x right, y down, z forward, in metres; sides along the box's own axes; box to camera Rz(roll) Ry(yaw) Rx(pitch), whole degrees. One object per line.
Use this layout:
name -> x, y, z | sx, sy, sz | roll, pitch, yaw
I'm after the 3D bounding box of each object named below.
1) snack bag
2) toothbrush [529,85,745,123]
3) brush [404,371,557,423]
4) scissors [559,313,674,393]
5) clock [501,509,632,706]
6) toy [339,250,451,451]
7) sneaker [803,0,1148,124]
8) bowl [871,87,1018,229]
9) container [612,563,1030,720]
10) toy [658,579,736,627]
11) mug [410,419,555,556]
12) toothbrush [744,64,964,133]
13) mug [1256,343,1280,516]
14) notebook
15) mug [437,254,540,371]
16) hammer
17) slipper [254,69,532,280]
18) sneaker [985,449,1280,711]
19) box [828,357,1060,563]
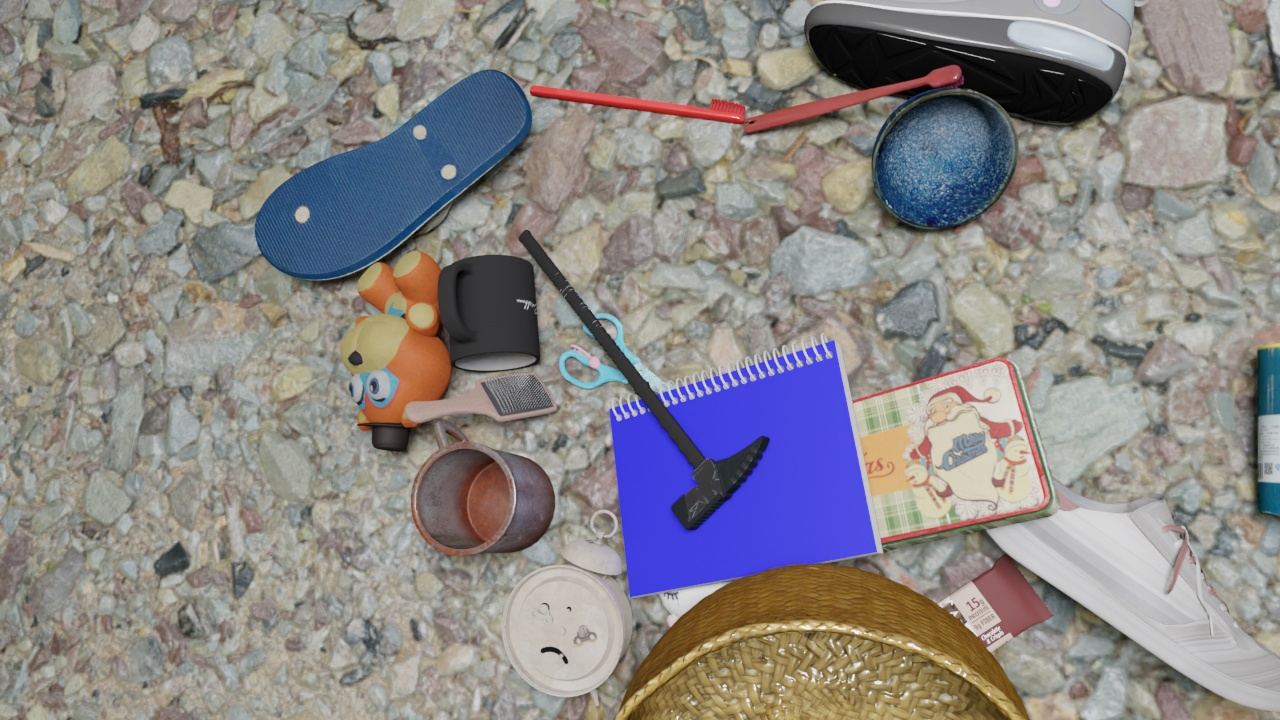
snack bag -> 0.235, 0.217, 0.711 | 0.158, 0.013, 0.057 | -35, 72, 6
toothbrush -> -0.005, -0.245, 0.858 | 0.213, 0.012, 0.018 | 12, 83, 16
brush -> -0.136, 0.032, 0.784 | 0.050, 0.135, 0.015 | 54, 135, 32
scissors -> -0.001, 0.004, 0.814 | 0.141, 0.015, 0.076 | 21, 84, 11
clock -> -0.049, 0.199, 0.761 | 0.103, 0.061, 0.157 | 19, 92, 17
toy -> -0.216, -0.007, 0.825 | 0.112, 0.096, 0.176 | -10, 85, 41
sneaker -> 0.278, -0.299, 0.766 | 0.257, 0.093, 0.160 | 19, 76, 18
bowl -> 0.241, -0.171, 0.750 | 0.114, 0.060, 0.114 | 0, 121, 0
container -> 0.119, 0.286, 0.606 | 0.307, 0.196, 0.307 | 1, 97, 12
toy -> 0.051, 0.183, 0.749 | 0.079, 0.038, 0.122 | 5, 77, 17
mug -> -0.136, 0.105, 0.777 | 0.096, 0.110, 0.123 | -28, 74, 2
toothbrush -> 0.175, -0.217, 0.776 | 0.190, 0.016, 0.016 | -6, 68, 33
mug -> 0.479, 0.053, 0.651 | 0.078, 0.078, 0.121 | 7, 86, 15
notebook -> 0.073, 0.085, 0.729 | 0.210, 0.022, 0.171 | -18, 68, 29
mug -> -0.138, -0.044, 0.800 | 0.078, 0.113, 0.088 | -10, 77, 21
hammer -> -0.017, -0.011, 0.781 | 0.095, 0.015, 0.325 | -47, 60, 16
slipper -> -0.228, -0.168, 0.877 | 0.295, 0.060, 0.118 | -32, 77, 5
sneaker -> 0.362, 0.145, 0.649 | 0.236, 0.099, 0.089 | 34, 103, 19
box -> 0.195, 0.081, 0.689 | 0.206, 0.051, 0.117 | -19, 63, 30
